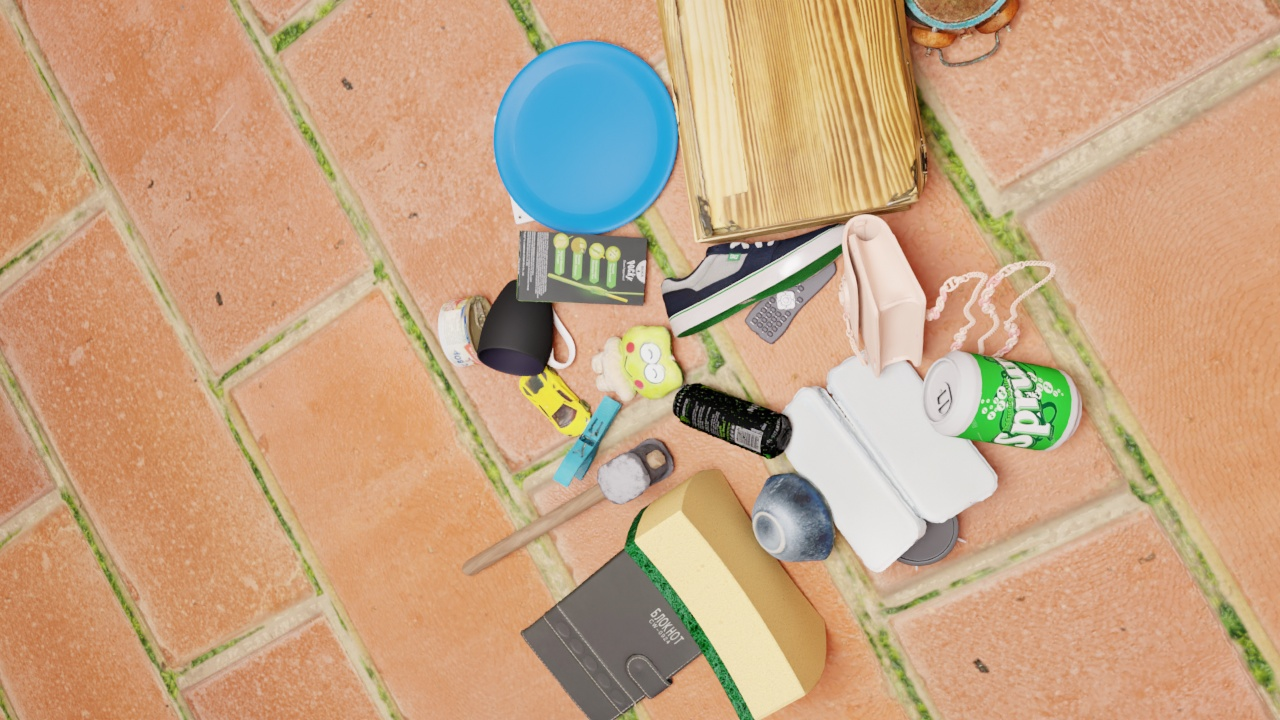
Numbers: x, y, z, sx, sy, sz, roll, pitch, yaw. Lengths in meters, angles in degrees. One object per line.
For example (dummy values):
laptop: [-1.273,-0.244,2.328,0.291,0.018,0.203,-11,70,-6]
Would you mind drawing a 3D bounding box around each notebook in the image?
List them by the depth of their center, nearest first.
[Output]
notebook: [-0.027,0.348,1.152,0.209,0.029,0.169,-43,83,18]

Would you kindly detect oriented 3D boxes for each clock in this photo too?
clock: [0.323,-0.382,0.937,0.121,0.073,0.158,-13,112,15]
clock: [0.300,0.168,1.021,0.091,0.042,0.120,-37,85,17]

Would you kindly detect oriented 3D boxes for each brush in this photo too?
brush: [0.100,0.250,1.012,0.075,0.194,0.250,-36,85,17]

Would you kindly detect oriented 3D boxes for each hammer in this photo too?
hammer: [-0.102,0.193,1.133,0.329,0.097,0.052,-33,84,24]

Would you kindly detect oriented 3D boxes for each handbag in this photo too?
handbag: [0.300,-0.075,0.945,0.187,0.199,0.116,-16,61,6]

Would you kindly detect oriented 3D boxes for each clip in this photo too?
clip: [-0.067,0.111,1.120,0.033,0.119,0.120,29,59,11]

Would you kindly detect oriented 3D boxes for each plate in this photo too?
plate: [-0.065,-0.262,1.090,0.224,0.024,0.224,1,96,12]

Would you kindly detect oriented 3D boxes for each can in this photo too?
can: [0.368,0.042,0.940,0.140,0.088,0.088,9,100,-12]
can: [0.104,0.067,1.049,0.138,0.053,0.054,20,102,32]
can: [-0.211,-0.036,1.133,0.043,0.086,0.086,-8,94,18]

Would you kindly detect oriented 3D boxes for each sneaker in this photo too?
sneaker: [0.124,-0.108,1.020,0.236,0.084,0.079,-26,81,26]

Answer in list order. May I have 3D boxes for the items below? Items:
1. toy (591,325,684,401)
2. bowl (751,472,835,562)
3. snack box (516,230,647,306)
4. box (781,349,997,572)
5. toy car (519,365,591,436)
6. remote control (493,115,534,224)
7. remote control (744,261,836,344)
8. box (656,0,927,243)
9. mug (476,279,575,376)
toy: [-0.007,0.006,1.097,0.115,0.046,0.092,-14,98,26]
bowl: [0.162,0.185,1.034,0.110,0.055,0.110,29,127,46]
snack box: [-0.069,-0.108,1.075,0.147,0.025,0.080,2,98,-14]
box: [0.253,0.101,0.990,0.186,0.084,0.210,-42,63,21]
toy car: [-0.105,0.051,1.140,0.107,0.030,0.049,44,105,7]
remote control: [-0.143,-0.239,1.128,0.050,0.011,0.136,-11,93,18]
remote control: [0.173,-0.076,1.050,0.046,0.009,0.125,42,106,9]
box: [0.156,-0.274,0.930,0.259,0.220,0.279,-8,92,16]
mug: [-0.131,-0.037,1.114,0.118,0.085,0.100,20,65,-23]
